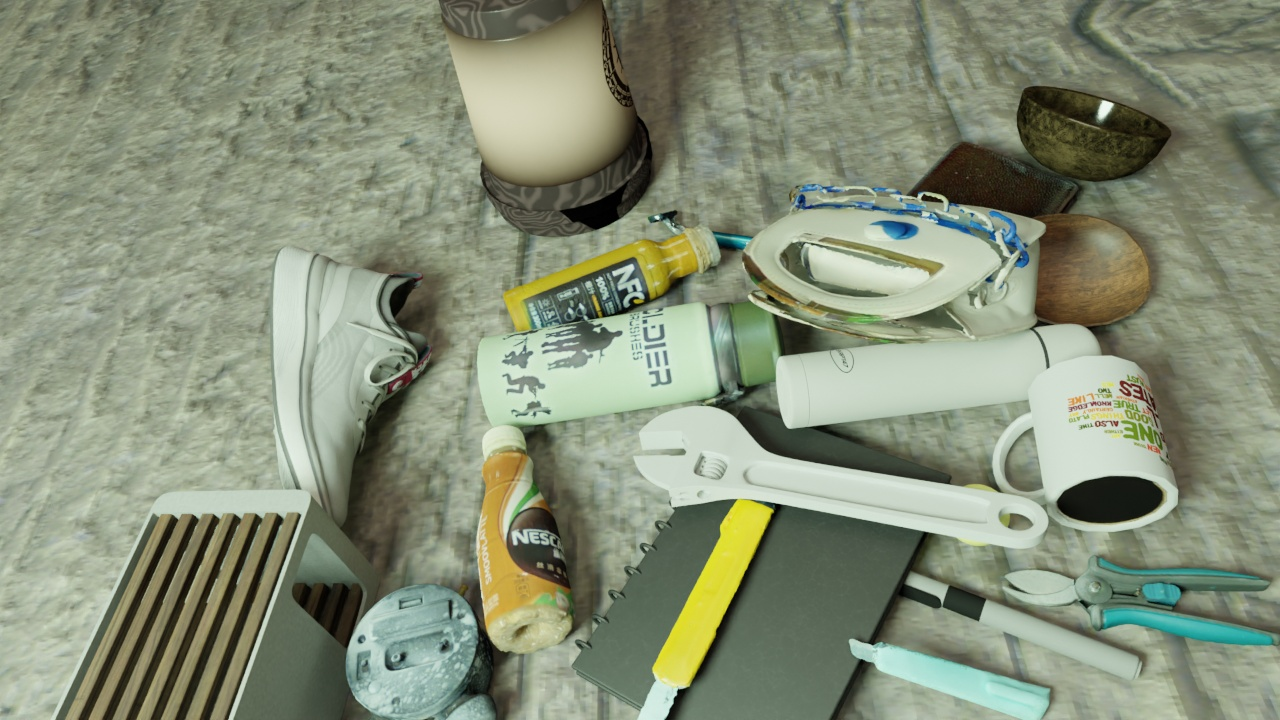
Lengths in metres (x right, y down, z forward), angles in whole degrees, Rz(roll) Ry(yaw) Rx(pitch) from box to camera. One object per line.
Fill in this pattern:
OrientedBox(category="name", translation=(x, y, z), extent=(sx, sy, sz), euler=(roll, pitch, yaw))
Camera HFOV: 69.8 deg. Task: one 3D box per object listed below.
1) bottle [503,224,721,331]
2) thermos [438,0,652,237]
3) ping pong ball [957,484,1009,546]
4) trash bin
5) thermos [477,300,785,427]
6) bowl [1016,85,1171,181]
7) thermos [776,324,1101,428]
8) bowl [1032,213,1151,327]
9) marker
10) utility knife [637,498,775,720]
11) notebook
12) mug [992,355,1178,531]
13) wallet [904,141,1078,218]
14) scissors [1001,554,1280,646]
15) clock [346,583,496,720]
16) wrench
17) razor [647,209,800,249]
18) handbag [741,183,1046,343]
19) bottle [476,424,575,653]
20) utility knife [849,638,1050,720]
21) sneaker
OrientedBox(category="bottle", translation=(-0.022, -0.067, 0.789), extent=(0.186, 0.053, 0.053), euler=(-22, 50, -6))
OrientedBox(category="thermos", translation=(-0.088, -0.251, 0.841), extent=(0.173, 0.226, 0.172), euler=(-7, 50, 8))
OrientedBox(category="ping pong ball", translation=(0.220, 0.101, 0.601), extent=(0.040, 0.040, 0.040), euler=(-7, 50, 8))
OrientedBox(category="trash bin", translation=(-0.266, 0.210, 0.576), extent=(0.114, 0.115, 0.228), euler=(-3, 51, 11))
OrientedBox(category="thermos", translation=(-0.004, 0.004, 0.713), extent=(0.231, 0.082, 0.082), euler=(-9, 50, 5))
OrientedBox(category="bowl", translation=(0.376, -0.186, 0.783), extent=(0.121, 0.056, 0.121), euler=(9, 33, -6))
OrientedBox(category="thermos", translation=(0.213, 0.010, 0.658), extent=(0.224, 0.052, 0.052), euler=(-7, 50, -1))
OrientedBox(category="bowl", translation=(0.333, -0.066, 0.718), extent=(0.114, 0.026, 0.101), euler=(-1, 64, 7))
OrientedBox(category="marker", translation=(0.230, 0.161, 0.565), extent=(0.141, 0.016, 0.016), euler=(18, 57, 25))
OrientedBox(category="utility knife", translation=(0.035, 0.164, 0.573), extent=(0.030, 0.018, 0.206), euler=(9, 48, 32))
OrientedBox(category="notebook", translation=(0.079, 0.139, 0.607), extent=(0.169, 0.019, 0.230), euler=(18, 57, 32))
OrientedBox(category="mug", translation=(0.287, 0.059, 0.607), extent=(0.105, 0.073, 0.089), euler=(-19, 44, 32))
OrientedBox(category="wallet", translation=(0.297, -0.138, 0.789), extent=(0.120, 0.031, 0.099), euler=(32, 66, 30))
OrientedBox(category="scissors", translation=(0.308, 0.142, 0.562), extent=(0.148, 0.019, 0.132), euler=(-33, 49, -12))
OrientedBox(category="clock", translation=(-0.139, 0.206, 0.591), extent=(0.090, 0.052, 0.129), euler=(-14, 49, 1))
OrientedBox(category="wrench", translation=(0.124, 0.077, 0.613), extent=(0.274, 0.018, 0.086), euler=(7, 41, 22))
OrientedBox(category="razor", translation=(0.078, -0.111, 0.825), extent=(0.144, 0.022, 0.042), euler=(17, 20, 20))
OrientedBox(category="handbag", translation=(0.174, -0.071, 0.659), extent=(0.201, 0.093, 0.199), euler=(17, 27, 40))
OrientedBox(category="bottle", translation=(-0.087, 0.118, 0.647), extent=(0.059, 0.059, 0.167), euler=(-16, 49, -1))
OrientedBox(category="utility knife", translation=(0.181, 0.185, 0.538), extent=(0.120, 0.015, 0.022), euler=(16, 59, 4))
OrientedBox(category="sneaker", translation=(-0.235, 0.021, 0.752), extent=(0.128, 0.097, 0.262), euler=(0, 57, -18))
